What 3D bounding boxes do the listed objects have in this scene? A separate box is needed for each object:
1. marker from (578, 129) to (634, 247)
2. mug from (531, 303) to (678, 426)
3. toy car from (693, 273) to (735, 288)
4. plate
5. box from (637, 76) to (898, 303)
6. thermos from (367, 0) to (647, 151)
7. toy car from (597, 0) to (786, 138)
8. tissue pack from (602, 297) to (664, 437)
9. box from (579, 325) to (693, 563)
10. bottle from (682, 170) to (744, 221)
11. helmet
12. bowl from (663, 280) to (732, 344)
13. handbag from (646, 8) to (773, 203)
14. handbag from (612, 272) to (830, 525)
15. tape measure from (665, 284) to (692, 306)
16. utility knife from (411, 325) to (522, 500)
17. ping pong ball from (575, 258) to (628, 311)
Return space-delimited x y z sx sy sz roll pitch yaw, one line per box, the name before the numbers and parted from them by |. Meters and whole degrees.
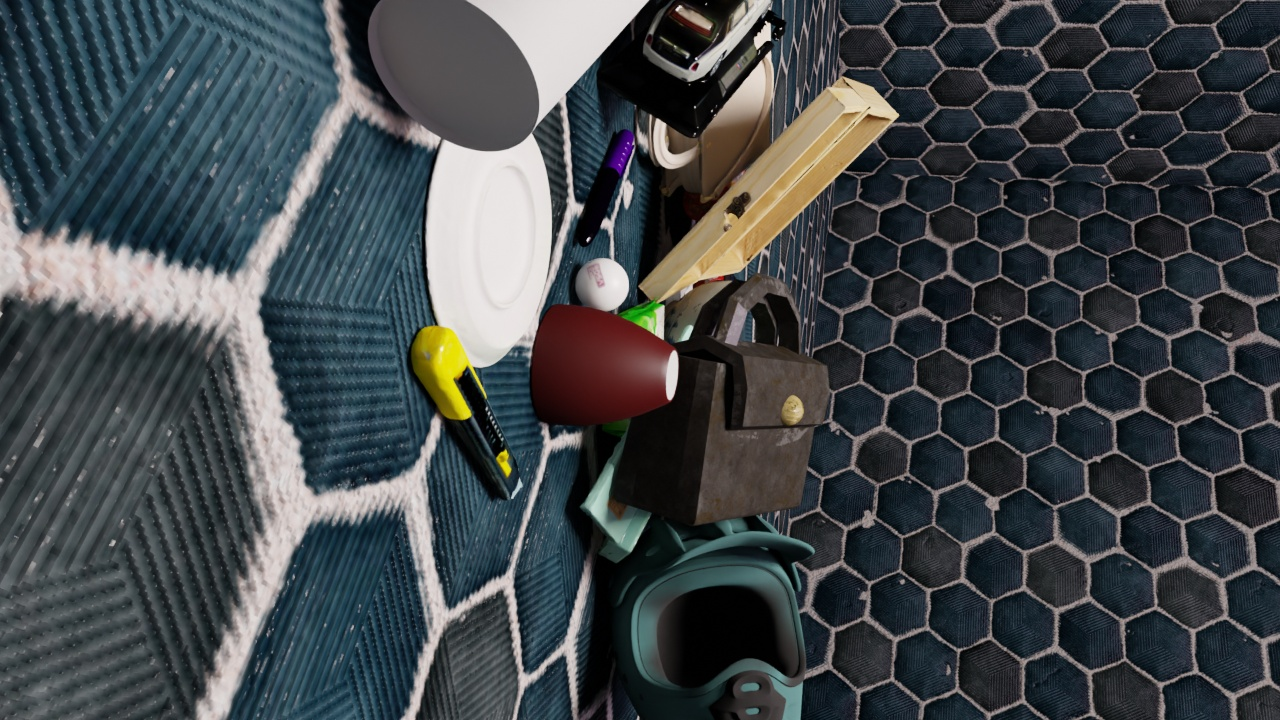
marker | -0.026 -0.135 0.718 0.018 0.015 0.133 49 43 -35
mug | -0.017 0.007 0.663 0.114 0.088 0.087 15 81 -75
toy car | 0.095 -0.086 1.119 0.188 0.056 0.082 -76 166 -51
plate | -0.082 -0.073 0.535 0.157 0.014 0.157 7 89 -75
box | 0.131 -0.169 0.915 0.248 0.068 0.252 -46 177 27
thermos | -0.041 -0.206 0.453 0.132 0.132 0.221 77 31 -50
toy car | 0.055 -0.267 0.727 0.191 0.094 0.071 -54 175 -38
tissue pack | -0.005 0.005 0.821 0.099 0.034 0.114 -36 128 -69
box | 0.014 0.076 0.795 0.186 0.052 0.139 -61 167 -22
bottle | 0.085 -0.198 1.054 0.134 0.048 0.071 -57 149 -61
helmet | 0.064 0.225 0.818 0.275 0.176 0.200 132 -46 -76
bowl | 0.046 -0.020 0.919 0.150 0.057 0.151 -52 159 -29
handbag | 0.055 -0.244 0.870 0.197 0.101 0.195 -53 148 -41
handbag | 0.090 0.028 0.764 0.197 0.102 0.199 4 96 -55
tape measure | 0.043 -0.073 0.997 0.062 0.020 0.060 -60 152 -58
utility knife | -0.093 0.039 0.529 0.173 0.020 0.028 76 26 -55
ping pong ball | -0.029 -0.057 0.689 0.040 0.040 0.040 6 89 -75
